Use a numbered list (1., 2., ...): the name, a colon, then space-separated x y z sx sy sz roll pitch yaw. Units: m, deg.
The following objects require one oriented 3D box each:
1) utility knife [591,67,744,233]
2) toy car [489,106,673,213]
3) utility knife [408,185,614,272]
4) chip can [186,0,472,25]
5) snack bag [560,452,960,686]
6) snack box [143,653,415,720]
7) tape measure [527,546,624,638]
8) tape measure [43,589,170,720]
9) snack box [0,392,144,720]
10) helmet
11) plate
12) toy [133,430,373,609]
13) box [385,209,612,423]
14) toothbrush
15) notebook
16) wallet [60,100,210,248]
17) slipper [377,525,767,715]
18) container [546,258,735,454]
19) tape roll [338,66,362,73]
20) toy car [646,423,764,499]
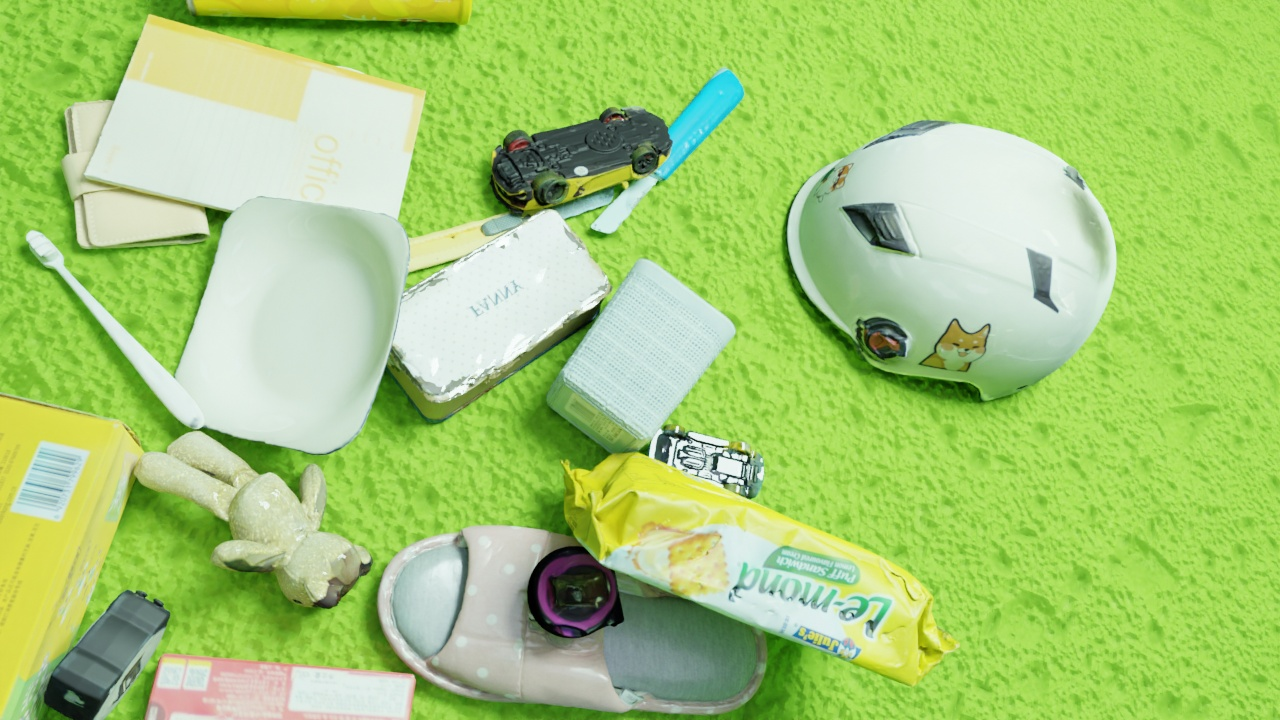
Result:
1. utility knife: 0.025 -0.180 0.788 0.034 0.018 0.218 40 63 -2
2. toy car: -0.045 -0.162 0.742 0.155 0.041 0.071 -22 57 -21
3. utility knife: -0.113 -0.105 0.725 0.215 0.022 0.031 -20 80 -28
4. chip can: -0.243 -0.304 0.723 0.213 0.072 0.072 -6 73 -19
5. snack bag: 0.065 0.125 0.604 0.246 0.158 0.068 24 86 -11
6. snack box: -0.220 0.225 0.561 0.152 0.026 0.075 9 69 -13
7. tape measure: -0.042 0.145 0.577 0.057 0.039 0.057 -5 72 -16
8. tape measure: -0.308 0.175 0.530 0.033 0.066 0.065 33 37 -7
9. snack box: -0.403 0.121 0.518 0.157 0.070 0.209 15 67 -12
10. helmet: 0.275 -0.101 0.761 0.274 0.157 0.229 28 65 -6
11. plate: -0.226 -0.023 0.613 0.164 0.034 0.164 11 81 22
12. toy: -0.247 0.101 0.584 0.157 0.066 0.105 35 22 2
13. box: -0.104 -0.038 0.676 0.183 0.062 0.090 -33 83 -27
14. toothbrush: -0.348 -0.021 0.608 0.180 0.016 0.016 45 66 8
15. notebook: -0.274 -0.168 0.677 0.206 0.010 0.145 13 66 -14
16. wallet: -0.361 -0.134 0.651 0.087 0.024 0.115 -11 75 -19
17. slipper: -0.038 0.179 0.618 0.274 0.055 0.114 15 67 -12
18. container: -0.004 0.004 0.676 0.090 0.090 0.111 36 67 -2
19. tape roll: -0.236 -0.190 0.715 0.085 0.014 0.085 6 69 -16
20. toy car: 0.047 0.079 0.691 0.091 0.036 0.043 17 68 -11
